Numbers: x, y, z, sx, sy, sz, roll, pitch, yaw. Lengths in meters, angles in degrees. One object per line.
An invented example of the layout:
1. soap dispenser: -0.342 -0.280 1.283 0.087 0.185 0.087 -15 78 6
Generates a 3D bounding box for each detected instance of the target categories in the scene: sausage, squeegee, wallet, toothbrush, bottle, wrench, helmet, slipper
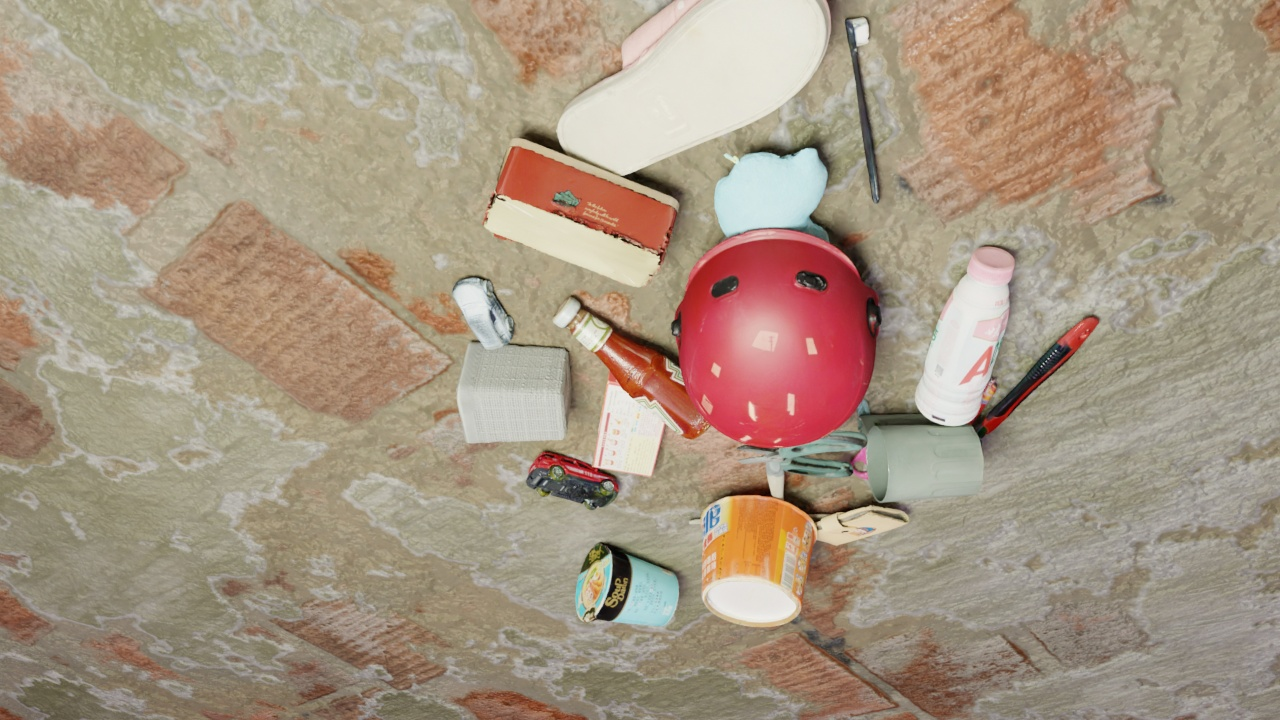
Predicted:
1. sausage: 0.367 0.075 1.052 0.020 0.020 0.156 13 134 -6
2. squeegee: 0.167 0.137 1.125 0.247 0.039 0.247 -3 133 10
3. wallet: 0.269 0.210 1.168 0.087 0.024 0.115 20 147 -34
4. toothbrush: 0.198 -0.213 0.801 0.018 0.015 0.181 -14 130 7
5. bottle: -0.006 0.006 0.997 0.206 0.059 0.060 38 128 -12
6. wrench: 0.410 0.051 1.016 0.056 0.016 0.274 -5 140 -30
7. helmet: 0.133 -0.002 0.901 0.207 0.143 0.240 -3 147 11
8. bottle: 0.333 -0.023 0.933 0.068 0.068 0.197 4 131 3
9. slipper: 0.039 -0.236 0.769 0.275 0.054 0.114 -22 125 40

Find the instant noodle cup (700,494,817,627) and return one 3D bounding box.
1. instant noodle cup: 0.142 0.255 1.145 0.151 0.111 0.152 7 139 6

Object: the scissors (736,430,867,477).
1. scissors: 0.200 0.107 1.028 0.169 0.019 0.174 17 155 -39

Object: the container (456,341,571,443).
1. container: -0.139 0.037 1.035 0.114 0.090 0.090 1 134 2

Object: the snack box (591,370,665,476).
1. snack box: -0.011 0.077 1.098 0.077 0.027 0.156 10 134 -3

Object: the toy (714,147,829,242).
1. toy: 0.122 -0.136 0.861 0.156 0.049 0.162 27 137 -31

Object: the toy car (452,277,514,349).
1. toy car: -0.171 -0.050 0.992 0.043 0.034 0.091 -8 131 19

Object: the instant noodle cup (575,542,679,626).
1. instant noodle cup: -0.015 0.325 1.290 0.120 0.111 0.111 20 133 -22

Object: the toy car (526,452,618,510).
1. toy car: -0.085 0.152 1.167 0.120 0.045 0.053 23 135 -22

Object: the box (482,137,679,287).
1. box: -0.058 -0.127 0.854 0.168 0.079 0.091 20 159 -11

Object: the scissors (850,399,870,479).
1. scissors: 0.267 0.094 1.089 0.063 0.017 0.135 -7 129 25

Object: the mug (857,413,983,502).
1. mug: 0.304 0.098 1.007 0.103 0.123 0.084 -3 124 -1
